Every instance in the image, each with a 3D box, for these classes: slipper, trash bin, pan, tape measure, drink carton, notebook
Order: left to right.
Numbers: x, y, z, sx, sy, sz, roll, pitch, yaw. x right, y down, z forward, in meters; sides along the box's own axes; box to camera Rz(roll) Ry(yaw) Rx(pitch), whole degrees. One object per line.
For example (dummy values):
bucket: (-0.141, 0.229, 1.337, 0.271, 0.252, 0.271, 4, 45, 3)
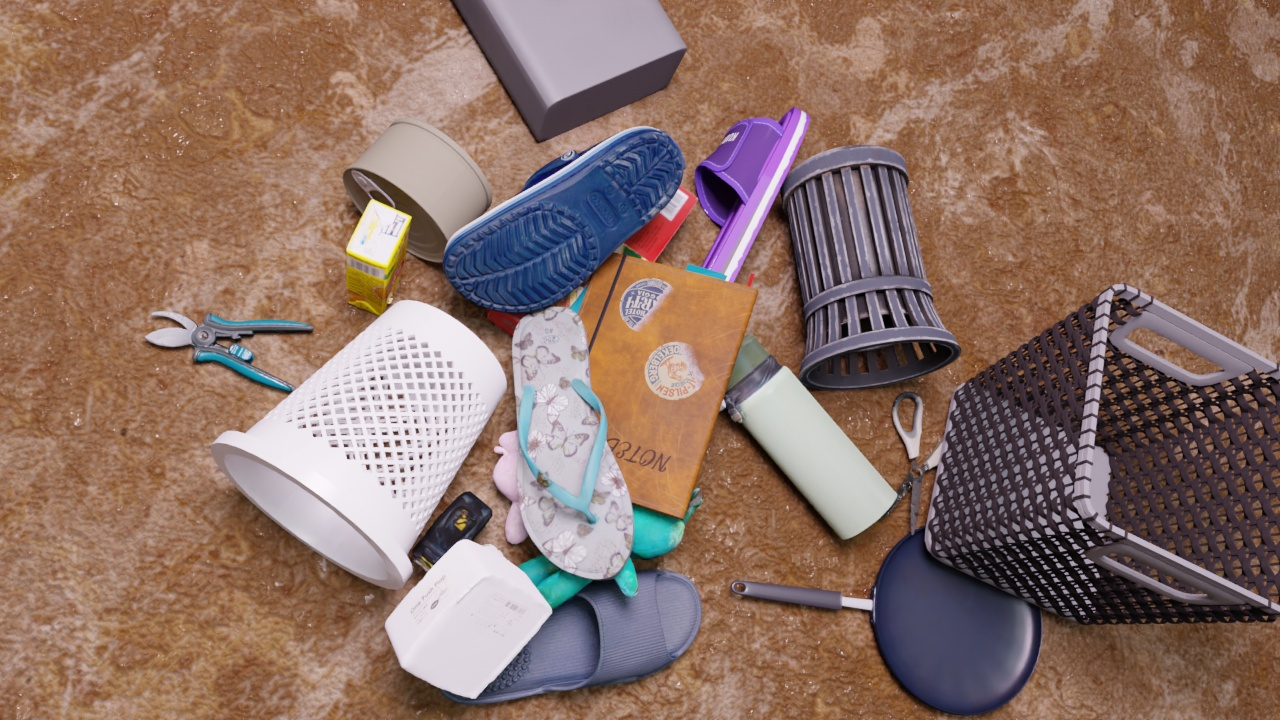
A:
drink carton: (-0.249, -0.094, 0.872, 0.043, 0.135, 0.058, 23, 68, -10)
trash bin: (-0.230, 0.062, 0.818, 0.195, 0.196, 0.199, 36, 60, -3)
tape measure: (-0.173, 0.157, 0.856, 0.042, 0.072, 0.071, 37, 98, 3)
slipper: (-0.075, 0.067, 0.829, 0.098, 0.055, 0.268, -16, 66, 3)
trash bin: (-0.087, -0.385, 1.017, 0.191, 0.098, 0.220, -29, 85, -20)
slipper: (-0.073, -0.139, 0.892, 0.253, 0.095, 0.105, -33, 123, -2)
slipper: (-0.060, 0.260, 0.851, 0.263, 0.083, 0.101, -10, 78, -15)
notebook: (-0.004, 0.007, 0.879, 0.178, 0.014, 0.248, 16, 74, 14)
slipper: (0.095, -0.183, 1.006, 0.084, 0.107, 0.266, 28, 74, -6)
trash bin: (0.236, -0.101, 0.990, 0.164, 0.165, 0.227, -2, 72, -15)
pan: (0.262, 0.259, 0.964, 0.356, 0.021, 0.198, 10, 72, -12)

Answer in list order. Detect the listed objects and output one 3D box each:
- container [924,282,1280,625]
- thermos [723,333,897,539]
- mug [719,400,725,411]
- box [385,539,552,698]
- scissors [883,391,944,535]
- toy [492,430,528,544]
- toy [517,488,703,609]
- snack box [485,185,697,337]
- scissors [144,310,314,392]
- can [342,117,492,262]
container: (0.465, 0.115, 0.923, 0.247, 0.244, 0.245, 25, 64, -9)
thermos: (0.161, 0.077, 0.961, 0.082, 0.082, 0.231, -40, 88, -21)
mug: (0.025, 0.032, 0.933, 0.089, 0.105, 0.073, -34, 123, 7)
box: (-0.154, 0.204, 0.803, 0.108, 0.137, 0.128, -47, 132, 0)
scissors: (0.316, 0.109, 1.018, 0.162, 0.013, 0.158, -7, 69, -20)
toy: (-0.111, 0.121, 0.896, 0.063, 0.047, 0.110, -10, 88, -14)
toy: (-0.027, 0.165, 0.857, 0.193, 0.131, 0.072, -27, 118, -22)
snack box: (-0.050, -0.109, 0.967, 0.113, 0.060, 0.235, 35, 69, -3)
scissors: (-0.383, -0.017, 0.879, 0.124, 0.019, 0.156, -41, 89, -21)
can: (-0.218, -0.167, 0.905, 0.128, 0.128, 0.073, 35, 67, -3)
